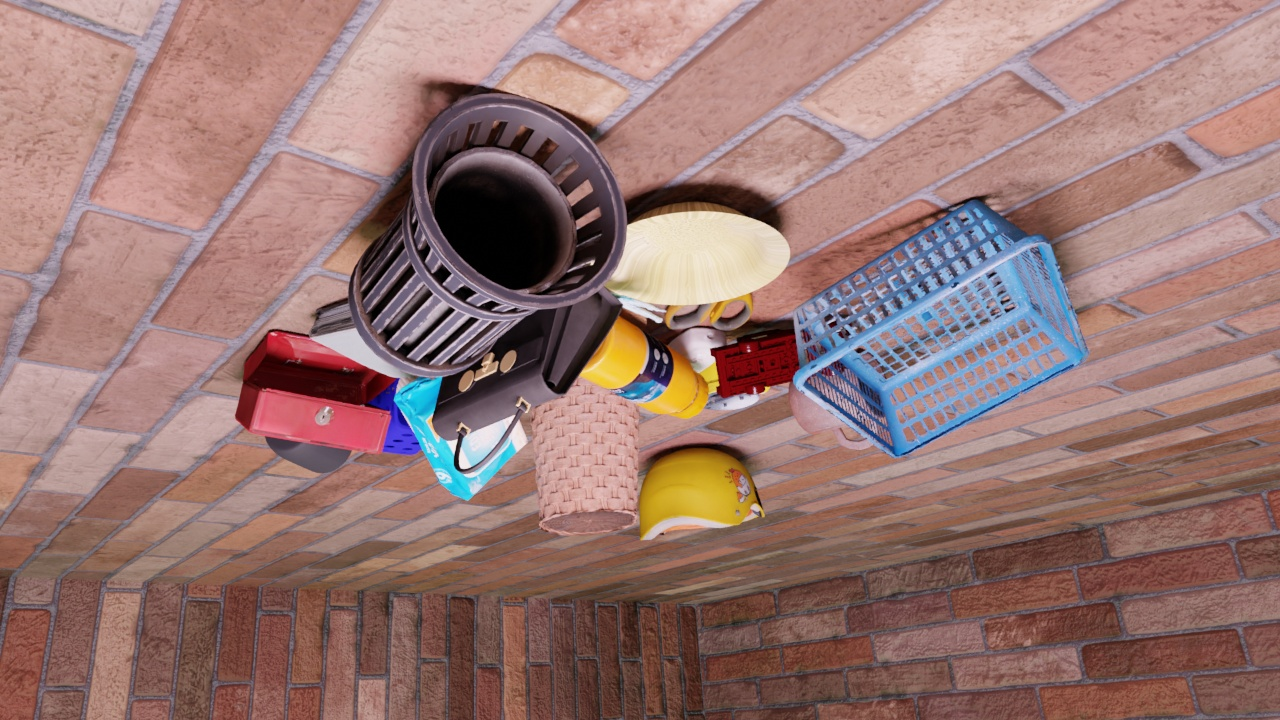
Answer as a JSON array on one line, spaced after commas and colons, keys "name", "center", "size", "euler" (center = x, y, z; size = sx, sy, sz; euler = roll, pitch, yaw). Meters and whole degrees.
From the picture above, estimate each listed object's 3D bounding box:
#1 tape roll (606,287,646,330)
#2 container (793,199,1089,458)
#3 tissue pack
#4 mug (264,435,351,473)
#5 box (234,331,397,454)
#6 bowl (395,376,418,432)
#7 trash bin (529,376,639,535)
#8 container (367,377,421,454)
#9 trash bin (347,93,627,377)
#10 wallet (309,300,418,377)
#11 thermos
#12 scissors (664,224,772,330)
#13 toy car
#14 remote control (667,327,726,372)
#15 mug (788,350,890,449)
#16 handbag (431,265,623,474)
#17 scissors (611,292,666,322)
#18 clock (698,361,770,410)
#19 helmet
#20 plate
[{"name": "tape roll", "center": [-0.040, -0.051, 1.006], "size": [0.094, 0.027, 0.094], "euler": [-3, 158, -1]}, {"name": "container", "center": [0.319, -0.024, 0.983], "size": [0.258, 0.089, 0.362], "euler": [-32, 149, 18]}, {"name": "tissue pack", "center": [-0.203, 0.067, 1.057], "size": [0.066, 0.116, 0.210], "euler": [32, 152, 30]}, {"name": "mug", "center": [-0.465, 0.094, 1.248], "size": [0.122, 0.085, 0.094], "euler": [20, 165, 21]}, {"name": "box", "center": [-0.386, 0.053, 1.089], "size": [0.157, 0.126, 0.137], "euler": [11, 159, -32]}, {"name": "bowl", "center": [-0.242, 0.038, 1.100], "size": [0.062, 0.115, 0.115], "euler": [34, 177, 29]}, {"name": "trash bin", "center": [-0.067, 0.095, 1.125], "size": [0.151, 0.209, 0.151], "euler": [-4, 158, -2]}, {"name": "container", "center": [-0.300, 0.068, 1.187], "size": [0.084, 0.085, 0.114], "euler": [12, 154, -34]}, {"name": "trash bin", "center": [-0.140, -0.082, 0.744], "size": [0.164, 0.164, 0.228], "euler": [9, 159, -30]}, {"name": "wallet", "center": [-0.283, -0.025, 1.009], "size": [0.101, 0.054, 0.131], "euler": [-16, 150, 26]}, {"name": "thermos", "center": [-0.006, 0.006, 1.025], "size": [0.091, 0.076, 0.232], "euler": [27, 179, 35]}, {"name": "scissors", "center": [0.105, -0.083, 0.970], "size": [0.113, 0.016, 0.230], "euler": [3, 155, -20]}, {"name": "toy car", "center": [0.164, -0.004, 1.082], "size": [0.169, 0.070, 0.062], "euler": [-12, -169, -13]}, {"name": "remote control", "center": [0.062, -0.008, 1.131], "size": [0.060, 0.028, 0.115], "euler": [4, 157, -20]}, {"name": "mug", "center": [0.266, 0.060, 1.212], "size": [0.096, 0.123, 0.110], "euler": [-2, 166, -46]}, {"name": "handbag", "center": [-0.125, 0.024, 0.853], "size": [0.176, 0.195, 0.072], "euler": [-22, 127, 40]}, {"name": "scissors", "center": [-0.056, -0.067, 0.901], "size": [0.178, 0.016, 0.101], "euler": [23, 156, -7]}, {"name": "clock", "center": [0.121, 0.033, 1.204], "size": [0.118, 0.057, 0.084], "euler": [17, 150, -41]}, {"name": "helmet", "center": [0.101, 0.220, 1.572], "size": [0.210, 0.139, 0.239], "euler": [-15, 169, 25]}, {"name": "plate", "center": [0.046, -0.108, 0.865], "size": [0.184, 0.036, 0.185], "euler": [-1, 158, -1]}]
